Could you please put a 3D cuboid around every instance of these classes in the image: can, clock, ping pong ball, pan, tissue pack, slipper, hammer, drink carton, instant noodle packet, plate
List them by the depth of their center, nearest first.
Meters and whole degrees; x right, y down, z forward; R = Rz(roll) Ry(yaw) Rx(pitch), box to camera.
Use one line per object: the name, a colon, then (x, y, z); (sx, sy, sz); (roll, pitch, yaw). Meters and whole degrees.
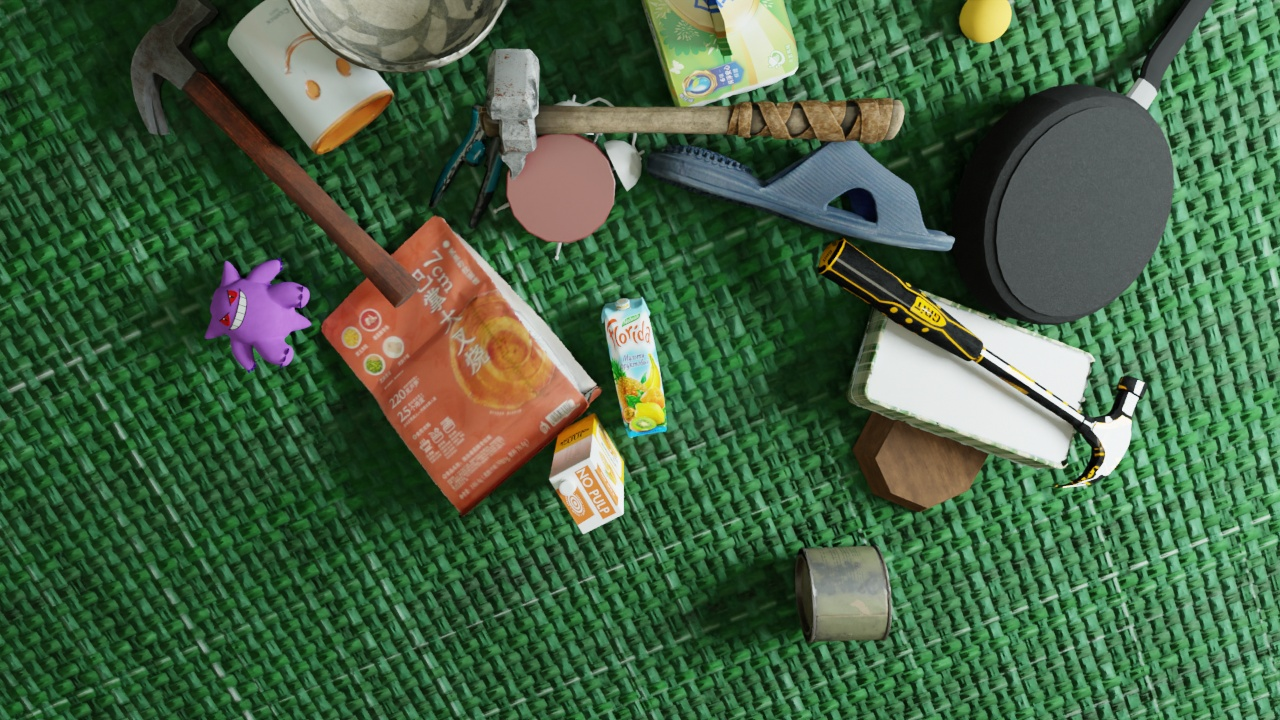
hammer: (0.038, -0.183, 0.699); (0.319, 0.122, 0.048); (0, 71, -1)
tissue pack: (0.049, -0.298, 0.701); (0.120, 0.141, 0.198); (-24, 105, 6)
ping pong ball: (0.286, -0.284, 0.760); (0.040, 0.040, 0.040); (0, 106, -1)
pan: (0.403, -0.190, 0.769); (0.204, 0.044, 0.356); (29, 98, -26)
slipper: (0.139, -0.156, 0.773); (0.263, 0.101, 0.082); (16, 98, 1)
hammer: (-0.306, -0.162, 0.784); (0.111, 0.028, 0.300); (-43, 97, 12)
clock: (-0.060, -0.159, 0.788); (0.096, 0.048, 0.138); (37, 102, -10)
hammer: (0.288, -0.004, 0.788); (0.320, 0.036, 0.123); (32, 82, -7)
drink carton: (-0.046, 0.100, 0.824); (0.040, 0.122, 0.058); (-28, 104, 7)
instant noodle packet: (-0.168, 0.003, 0.828); (0.164, 0.083, 0.221); (-41, 94, 15)
drink carton: (-0.005, 0.005, 0.841); (0.044, 0.038, 0.129); (-10, 105, 2)
plate: (0.272, 0.087, 0.874); (0.131, 0.025, 0.131); (0, 106, -1)
can: (0.192, 0.223, 0.879); (0.074, 0.089, 0.090); (-2, 106, 0)

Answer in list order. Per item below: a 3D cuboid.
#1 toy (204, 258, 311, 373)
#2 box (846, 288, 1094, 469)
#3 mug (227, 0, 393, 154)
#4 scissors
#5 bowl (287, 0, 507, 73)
toy: (-0.341, -0.042, 0.817); (0.088, 0.056, 0.106); (17, 95, -2)
box: (0.298, 0.016, 0.828); (0.205, 0.050, 0.117); (18, 81, -7)
mug: (-0.267, -0.235, 0.748); (0.082, 0.082, 0.105); (-36, 102, 9)
scissors: (-0.139, -0.185, 0.796); (0.144, 0.019, 0.126); (-20, 105, 3)
bowl: (-0.197, -0.303, 0.720); (0.178, 0.081, 0.178); (1, 86, -22)
